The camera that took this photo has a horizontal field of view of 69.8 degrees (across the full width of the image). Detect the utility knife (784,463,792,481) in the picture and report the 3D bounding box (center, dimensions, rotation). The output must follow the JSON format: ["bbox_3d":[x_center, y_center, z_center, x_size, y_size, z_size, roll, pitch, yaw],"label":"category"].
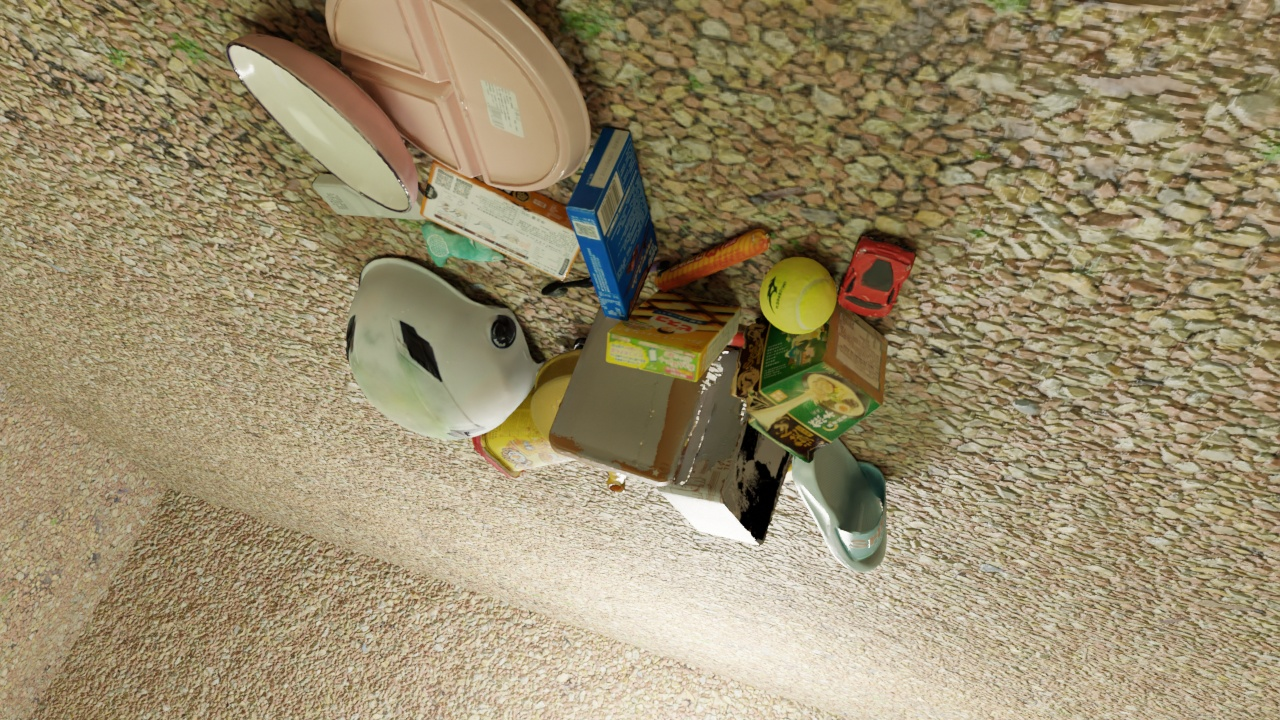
[{"bbox_3d":[0.172,0.151,1.217,0.033,0.015,0.224,33,150,-25],"label":"utility knife"}]

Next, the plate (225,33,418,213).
[{"bbox_3d":[-0.261,-0.206,0.784,0.192,0.039,0.193,35,165,10],"label":"plate"}]

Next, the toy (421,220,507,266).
[{"bbox_3d":[-0.181,-0.125,0.936,0.092,0.030,0.097,9,145,14],"label":"toy"}]

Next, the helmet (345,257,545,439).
[{"bbox_3d":[-0.258,0.008,1.117,0.229,0.145,0.259,6,150,29],"label":"helmet"}]

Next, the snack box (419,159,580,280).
[{"bbox_3d":[-0.127,-0.135,0.862,0.153,0.026,0.075,25,144,-8],"label":"snack box"}]

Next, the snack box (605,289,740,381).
[{"bbox_3d":[0.033,-0.026,0.852,0.087,0.140,0.034,13,116,17],"label":"snack box"}]

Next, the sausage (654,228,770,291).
[{"bbox_3d":[0.061,-0.088,0.827,0.021,0.021,0.166,34,152,-25],"label":"sausage"}]

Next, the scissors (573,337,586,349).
[{"bbox_3d":[-0.013,0.017,1.102,0.164,0.014,0.164,6,152,28],"label":"scissors"}]

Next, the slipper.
[{"bbox_3d":[0.250,0.160,1.085,0.074,0.103,0.245,-2,140,37],"label":"slipper"}]

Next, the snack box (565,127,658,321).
[{"bbox_3d":[-0.020,-0.110,0.773,0.026,0.084,0.157,13,153,17],"label":"snack box"}]

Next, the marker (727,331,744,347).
[{"bbox_3d":[0.055,-0.029,0.929,0.145,0.017,0.017,10,154,5],"label":"marker"}]

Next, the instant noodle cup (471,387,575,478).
[{"bbox_3d":[-0.147,0.091,1.251,0.124,0.115,0.116,-7,144,25],"label":"instant noodle cup"}]

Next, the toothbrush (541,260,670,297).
[{"bbox_3d":[-0.037,-0.081,0.927,0.189,0.014,0.016,-7,150,45],"label":"toothbrush"}]

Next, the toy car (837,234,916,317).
[{"bbox_3d":[0.194,-0.064,0.763,0.049,0.031,0.106,19,157,8],"label":"toy car"}]

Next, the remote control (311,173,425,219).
[{"bbox_3d":[-0.273,-0.165,0.931,0.125,0.024,0.049,8,151,27],"label":"remote control"}]

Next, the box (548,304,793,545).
[{"bbox_3d":[0.053,0.062,0.948,0.269,0.179,0.136,31,155,-20],"label":"box"}]

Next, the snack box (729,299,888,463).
[{"bbox_3d":[0.165,0.011,0.852,0.117,0.118,0.106,34,142,-24],"label":"snack box"}]

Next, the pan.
[{"bbox_3d":[-0.033,0.100,1.157,0.198,0.078,0.358,12,142,6],"label":"pan"}]

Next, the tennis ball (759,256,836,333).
[{"bbox_3d":[0.134,-0.056,0.783,0.065,0.065,0.066,17,155,8],"label":"tennis ball"}]

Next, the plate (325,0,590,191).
[{"bbox_3d":[-0.144,-0.211,0.704,0.229,0.028,0.230,24,156,11],"label":"plate"}]
